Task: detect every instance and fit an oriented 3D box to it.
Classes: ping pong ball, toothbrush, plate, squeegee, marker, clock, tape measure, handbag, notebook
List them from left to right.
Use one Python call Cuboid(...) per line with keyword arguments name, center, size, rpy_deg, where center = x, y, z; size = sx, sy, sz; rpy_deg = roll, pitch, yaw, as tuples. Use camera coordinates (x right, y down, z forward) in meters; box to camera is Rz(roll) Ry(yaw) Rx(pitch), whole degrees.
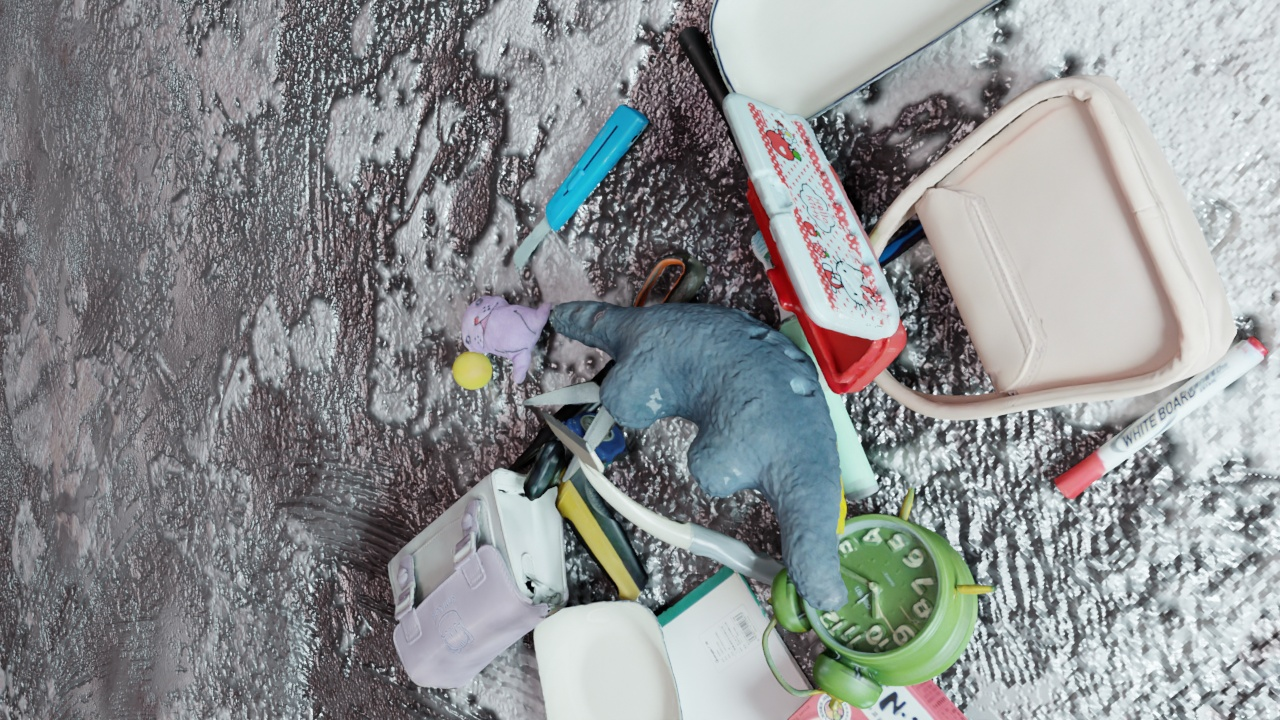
Cuboid(name="ping pong ball", center=(-0.173, 0.010, 0.944), size=(0.040, 0.040, 0.040), rpy_deg=(2, 94, 38))
Cuboid(name="handbag", center=(-0.160, 0.215, 0.893), size=(0.198, 0.098, 0.144), rpy_deg=(-42, 52, 33))
Cuboid(name="toothbrush", center=(-0.083, 0.070, 0.887), size=(0.213, 0.027, 0.026), rpy_deg=(-44, 23, 32))
Cuboid(name="tape measure", center=(-0.041, 0.073, 0.835), size=(0.058, 0.054, 0.025), rpy_deg=(42, 116, 18))
Cuboid(name="plate", center=(-0.024, 0.300, 0.832), size=(0.164, 0.034, 0.164), rpy_deg=(-17, 80, 38))
Cuboid(name="squeegee", center=(0.033, 0.125, 0.704), size=(0.039, 0.246, 0.246), rpy_deg=(-59, 12, -5))
Cuboid(name="notebook", center=(0.050, 0.292, 0.802), size=(0.210, 0.012, 0.150), rpy_deg=(-45, 65, 30))
Cuboid(name="marker", center=(0.066, -0.219, 0.756), size=(0.020, 0.022, 0.132), rpy_deg=(100, 146, -71))
Cuboid(name="toothbrush", center=(0.131, 0.001, 0.714), size=(0.027, 0.026, 0.224), rpy_deg=(123, 129, -69))
Cuboid(name="clock", center=(0.157, 0.175, 0.647), size=(0.161, 0.056, 0.116), rpy_deg=(-40, 47, 9))
Cuboid(name="plate", center=(0.168, -0.282, 0.664), size=(0.267, 0.034, 0.162), rpy_deg=(-29, 75, 36))
Cuboid(name="toothbrush", center=(0.195, -0.088, 0.670), size=(0.190, 0.016, 0.014), rpy_deg=(-40, 66, 29))
Cuboid(name="handbag", center=(0.232, -0.050, 0.601), size=(0.235, 0.093, 0.193), rpy_deg=(-28, 76, 41))
Cuboid(name="marker", center=(0.322, 0.038, 0.573), size=(0.146, 0.017, 0.017), rpy_deg=(-49, 64, 29))

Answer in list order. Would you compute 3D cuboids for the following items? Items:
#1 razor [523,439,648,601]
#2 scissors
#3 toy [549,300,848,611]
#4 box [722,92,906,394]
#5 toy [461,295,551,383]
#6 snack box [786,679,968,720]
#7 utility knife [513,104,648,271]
Cuboid(name="razor", center=(-0.049, 0.152, 0.846), size=(0.167, 0.067, 0.062), rpy_deg=(54, 162, 15))
Cuboid(name="scissors", center=(0.005, 0.013, 0.784), size=(0.231, 0.021, 0.221), rpy_deg=(16, 90, 24))
Cuboid(name="toy", center=(0.056, 0.026, 0.687), size=(0.137, 0.091, 0.356), rpy_deg=(-42, 52, -8))
Cuboid(name="box", center=(0.105, -0.083, 0.642), size=(0.113, 0.099, 0.201), rpy_deg=(-57, 42, 49))
Cuboid(name="toy", center=(-0.138, -0.028, 0.913), size=(0.108, 0.039, 0.084), rpy_deg=(18, 87, 35))
Cuboid(name="snack box", center=(0.181, 0.286, 0.670), size=(0.127, 0.044, 0.113), rpy_deg=(47, 110, 27))
Cuboid(name="utility knife", center=(-0.064, -0.158, 0.865), size=(0.210, 0.018, 0.034), rpy_deg=(-46, 66, 32))
